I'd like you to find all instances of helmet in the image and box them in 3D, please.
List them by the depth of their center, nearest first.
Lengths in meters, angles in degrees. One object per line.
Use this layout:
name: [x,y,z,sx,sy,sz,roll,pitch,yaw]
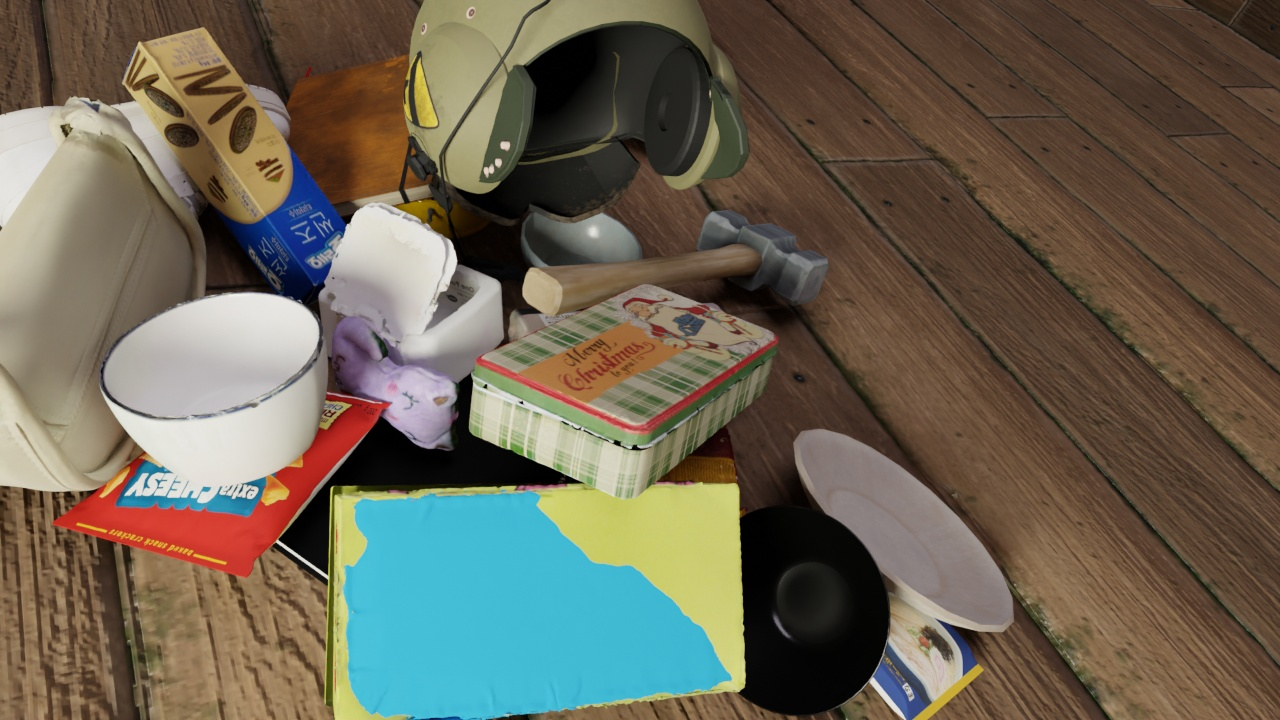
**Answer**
helmet: [-0.061,-0.191,0.677,0.249,0.256,0.232,-8,53,-31]

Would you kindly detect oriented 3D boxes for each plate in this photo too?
plate: [0.179,0.122,0.651,0.188,0.027,0.188,30,23,-14]

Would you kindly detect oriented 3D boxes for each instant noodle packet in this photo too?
instant noodle packet: [0.159,0.173,0.620,0.086,0.026,0.134,-16,53,-40]
instant noodle packet: [0.006,0.068,0.637,0.135,0.040,0.098,6,61,-26]

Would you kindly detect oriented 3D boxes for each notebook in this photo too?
notebook: [-0.135,0.076,0.610,0.149,0.016,0.206,31,43,12]
notebook: [-0.237,-0.205,0.802,0.178,0.014,0.248,-11,45,6]

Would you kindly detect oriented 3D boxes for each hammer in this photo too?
hammer: [0.030,-0.073,0.744,0.117,0.051,0.321,33,28,29]

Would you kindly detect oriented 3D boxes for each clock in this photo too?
clock: [-0.175,-0.168,0.820,0.113,0.052,0.151,29,46,8]

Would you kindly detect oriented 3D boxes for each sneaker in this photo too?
sneaker: [-0.360,-0.138,0.698,0.235,0.091,0.104,-28,81,-48]

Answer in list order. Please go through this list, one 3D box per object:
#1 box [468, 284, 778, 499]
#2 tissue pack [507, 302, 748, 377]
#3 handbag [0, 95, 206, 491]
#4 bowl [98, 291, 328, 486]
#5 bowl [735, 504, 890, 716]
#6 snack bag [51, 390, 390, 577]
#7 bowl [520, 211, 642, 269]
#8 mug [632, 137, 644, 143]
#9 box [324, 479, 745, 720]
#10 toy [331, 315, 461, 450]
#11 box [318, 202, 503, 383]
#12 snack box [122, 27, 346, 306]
box: [-0.001,0.009,0.564,0.118,0.050,0.205,20,26,25]
tissue pack: [-0.004,0.004,0.710,0.181,0.071,0.104,-2,31,-27]
handbag: [-0.346,-0.031,0.517,0.132,0.185,0.228,6,51,-12]
bowl: [-0.229,0.019,0.512,0.116,0.066,0.116,0,37,0]
bowl: [0.102,0.154,0.578,0.124,0.124,0.052,49,16,27]
snack bag: [-0.242,0.062,0.546,0.131,0.039,0.143,10,39,17]
bowl: [-0.054,-0.087,0.793,0.106,0.039,0.106,11,43,-11]
mug: [0.000,-0.280,1.001,0.082,0.073,0.105,25,13,4]
box: [-0.058,0.126,0.505,0.220,0.082,0.124,-1,84,-19]
toy: [-0.160,0.014,0.596,0.100,0.080,0.036,25,43,15]
box: [-0.163,-0.059,0.640,0.110,0.130,0.102,19,38,21]
snack box: [-0.286,-0.137,0.670,0.207,0.057,0.056,55,44,-6]
